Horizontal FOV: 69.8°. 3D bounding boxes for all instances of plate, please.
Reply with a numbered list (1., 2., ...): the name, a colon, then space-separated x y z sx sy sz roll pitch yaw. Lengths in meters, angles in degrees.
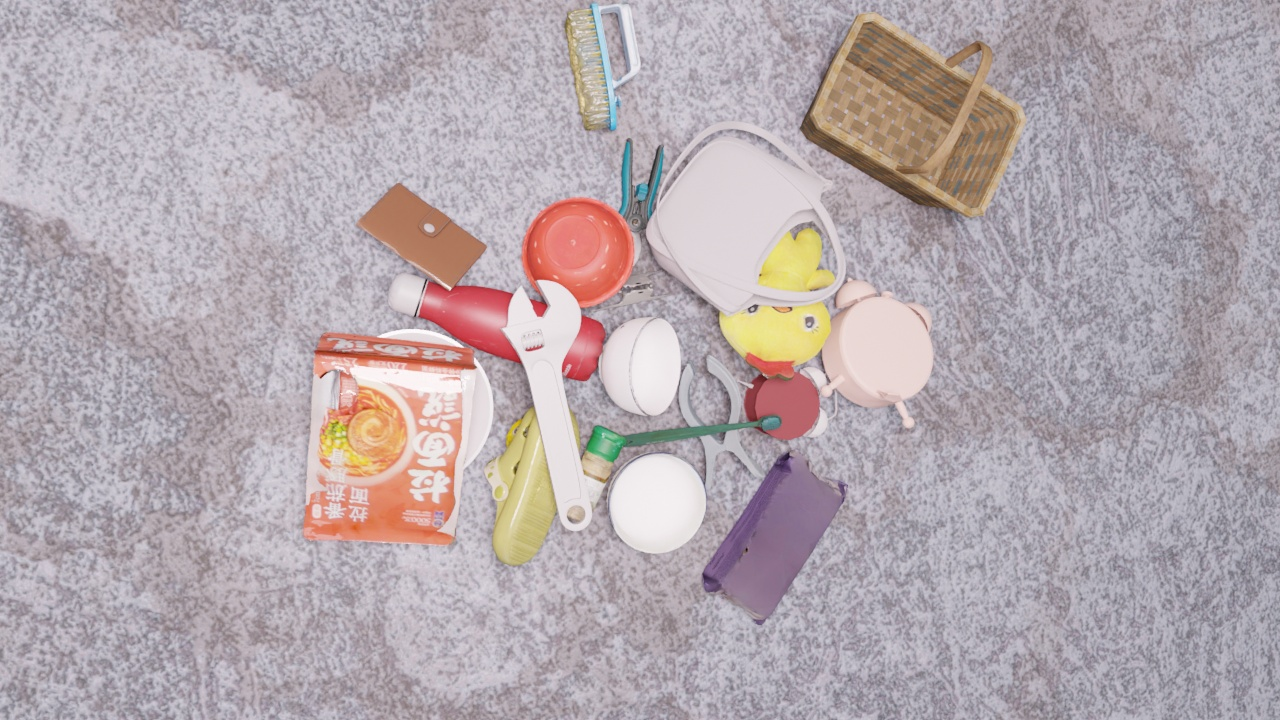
1. plate: -0.253 0.052 1.020 0.174 0.036 0.174 -1 94 -14

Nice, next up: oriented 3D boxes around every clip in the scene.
1. clip: -0.007 -0.081 1.072 0.102 0.054 0.058 -13 134 -13
2. clip: 0.077 0.079 1.103 0.106 0.027 0.163 -19 97 14

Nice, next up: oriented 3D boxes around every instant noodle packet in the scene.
1. instant noodle packet: -0.268 0.091 0.978 0.164 0.084 0.221 6 103 -15

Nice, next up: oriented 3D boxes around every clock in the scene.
1. clock: 0.183 0.053 1.124 0.124 0.044 0.087 -3 94 -14
2. clock: 0.294 -0.015 1.115 0.131 0.086 0.160 20 63 -14

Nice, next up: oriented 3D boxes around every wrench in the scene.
1. wrench: -0.086 0.049 0.991 0.086 0.018 0.273 -15 95 -15

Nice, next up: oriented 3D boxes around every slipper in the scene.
1. slipper: -0.132 0.134 1.040 0.091 0.082 0.190 34 70 -55

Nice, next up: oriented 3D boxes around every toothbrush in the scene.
1. toothbrush: 0.071 0.084 1.078 0.190 0.017 0.016 -8 100 8

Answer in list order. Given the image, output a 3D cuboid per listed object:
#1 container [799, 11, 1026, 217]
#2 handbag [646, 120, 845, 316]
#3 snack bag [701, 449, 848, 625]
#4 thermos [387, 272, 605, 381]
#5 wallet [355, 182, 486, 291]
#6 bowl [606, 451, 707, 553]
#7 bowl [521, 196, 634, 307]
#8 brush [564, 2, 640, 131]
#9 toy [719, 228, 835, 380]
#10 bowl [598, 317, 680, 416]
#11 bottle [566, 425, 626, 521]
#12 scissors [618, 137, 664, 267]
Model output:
1. container: 0.327 -0.282 1.066 0.250 0.186 0.157 26 87 -14
2. handbag: 0.137 -0.153 1.034 0.223 0.095 0.215 34 84 18
3. snack bag: 0.168 0.216 1.123 0.096 0.058 0.205 34 86 -13
4. thermos: -0.160 -0.043 1.019 0.239 0.073 0.073 17 89 -14
5. wallet: -0.235 -0.136 0.995 0.121 0.013 0.087 36 46 -8
6. bowl: 0.013 0.162 1.079 0.118 0.062 0.118 -1 93 -14
7. bowl: -0.072 -0.126 1.028 0.130 0.045 0.130 -1 82 4
8. brush: -0.038 -0.330 1.040 0.075 0.055 0.136 -11 96 -8
9. toy: 0.164 -0.073 1.092 0.134 0.092 0.207 17 79 -5
10. bowl: -0.006 0.006 1.053 0.113 0.063 0.113 -11 104 -57
11. bottle: -0.056 0.133 1.071 0.043 0.043 0.111 25 88 -14
12. scissors: 0.000 -0.190 1.078 0.149 0.019 0.131 -38 100 -10
